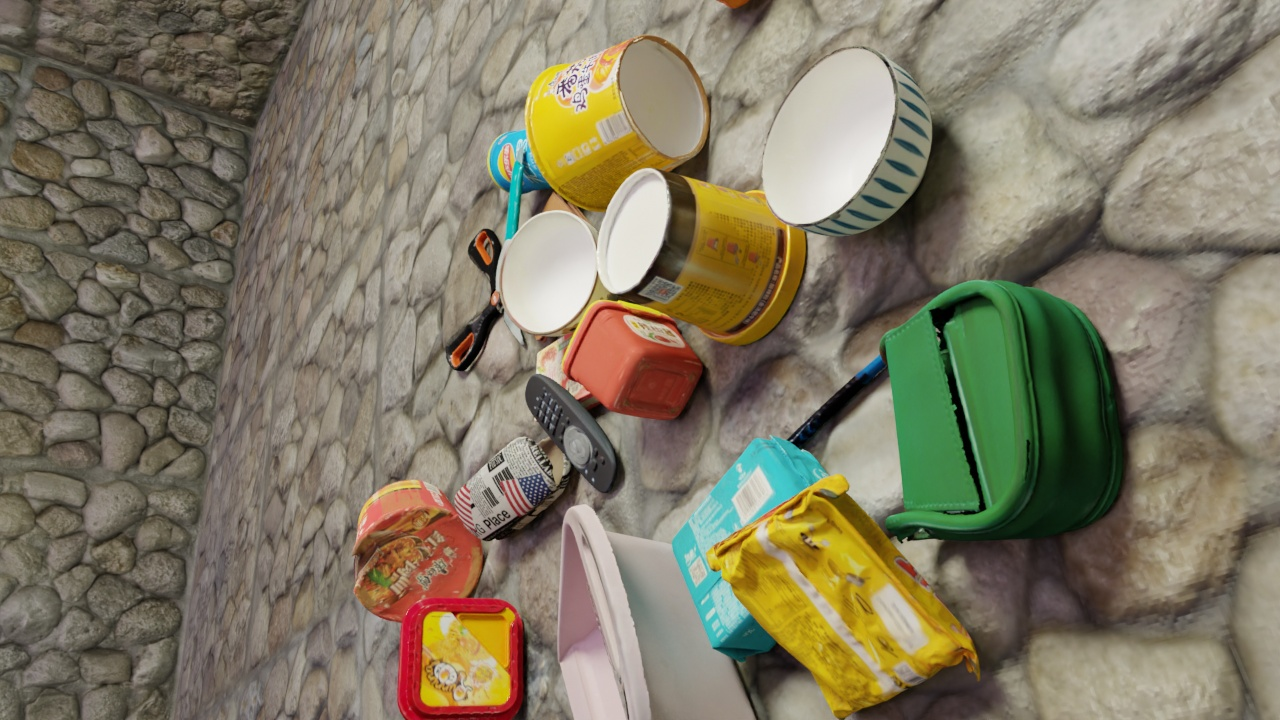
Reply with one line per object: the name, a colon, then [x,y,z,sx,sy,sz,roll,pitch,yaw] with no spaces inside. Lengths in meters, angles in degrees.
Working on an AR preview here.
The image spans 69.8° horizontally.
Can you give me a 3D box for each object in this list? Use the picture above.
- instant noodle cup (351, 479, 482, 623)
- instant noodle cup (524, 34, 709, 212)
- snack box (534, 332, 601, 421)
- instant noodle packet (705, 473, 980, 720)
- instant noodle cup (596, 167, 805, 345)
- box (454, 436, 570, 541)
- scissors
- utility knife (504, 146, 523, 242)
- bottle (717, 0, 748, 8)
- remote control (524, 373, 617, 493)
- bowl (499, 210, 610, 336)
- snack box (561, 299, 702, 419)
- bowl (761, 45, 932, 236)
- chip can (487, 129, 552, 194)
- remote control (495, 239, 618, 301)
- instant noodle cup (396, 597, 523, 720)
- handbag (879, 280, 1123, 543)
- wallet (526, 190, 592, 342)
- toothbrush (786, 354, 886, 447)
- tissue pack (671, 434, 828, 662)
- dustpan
instant noodle cup: [-0.249,0.201,1.008,0.138,0.137,0.108,-70,24,9]
instant noodle cup: [-0.015,-0.211,0.800,0.110,0.138,0.138,-13,67,46]
snack box: [-0.052,0.006,0.864,0.153,0.025,0.075,-27,56,50]
instant noodle packet: [0.110,0.132,0.502,0.128,0.044,0.111,50,133,5]
instant noodle cup: [0.040,-0.080,0.673,0.119,0.114,0.118,-26,58,51]
box: [-0.131,0.128,0.890,0.164,0.082,0.075,-38,54,41]
scissors: [-0.181,-0.072,1.095,0.221,0.021,0.233,-55,39,27]
utility knife: [-0.134,-0.142,0.968,0.029,0.013,0.166,30,116,56]
bottle: [0.097,-0.368,0.749,0.150,0.066,0.066,-57,36,16]
remote control: [-0.059,0.063,0.832,0.136,0.024,0.053,46,132,29]
bowl: [-0.068,-0.075,0.840,0.114,0.062,0.113,-5,80,32]
snack box: [-0.004,0.004,0.736,0.080,0.091,0.082,48,118,45]
bowl: [0.139,-0.131,0.584,0.117,0.066,0.116,-30,53,49]
chip can: [-0.087,-0.216,0.962,0.210,0.071,0.071,10,87,57]
remote control: [-0.081,-0.085,0.902,0.150,0.021,0.058,11,90,36]
instant noodle cup: [-0.182,0.297,0.887,0.124,0.116,0.116,133,139,-55]
handbag: [0.175,0.029,0.476,0.120,0.068,0.131,-31,54,58]
wallet: [-0.095,-0.099,0.963,0.132,0.031,0.107,-60,40,20]
toothbrush: [0.116,0.042,0.603,0.190,0.014,0.016,-49,42,35]
tissue pack: [0.077,0.123,0.597,0.134,0.050,0.093,-55,40,30]
dustpan: [-0.033,0.232,0.645,0.274,0.138,0.222,-56,38,27]
